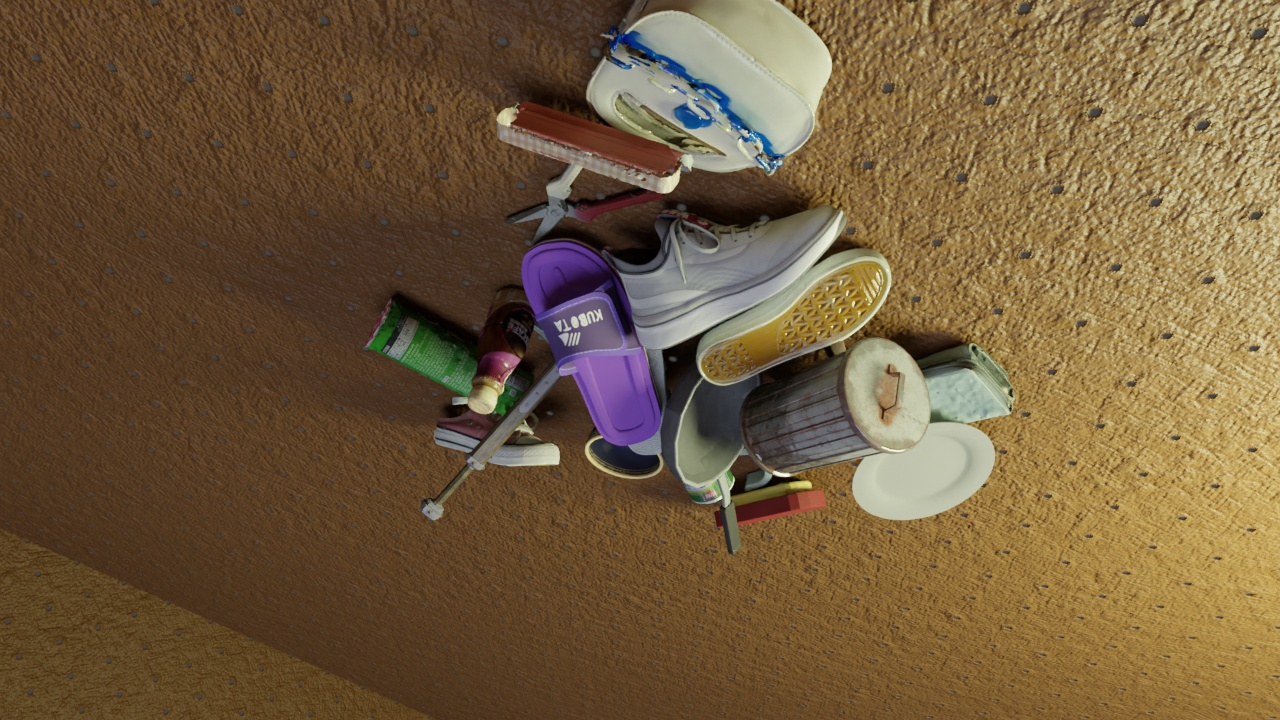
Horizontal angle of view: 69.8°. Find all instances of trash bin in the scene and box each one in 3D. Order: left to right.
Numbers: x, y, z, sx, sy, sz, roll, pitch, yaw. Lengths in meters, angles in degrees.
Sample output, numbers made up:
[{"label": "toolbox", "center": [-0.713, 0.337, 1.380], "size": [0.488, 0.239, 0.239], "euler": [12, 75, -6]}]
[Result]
[{"label": "trash bin", "center": [0.227, 0.060, 1.074], "size": [0.130, 0.130, 0.212], "euler": [30, 151, -20]}]

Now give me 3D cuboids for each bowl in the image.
[{"label": "bowl", "center": [-0.018, 0.113, 1.304], "size": [0.112, 0.061, 0.113], "euler": [9, 143, 7]}]

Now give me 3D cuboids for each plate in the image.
[{"label": "plate", "center": [0.351, 0.137, 1.145], "size": [0.178, 0.012, 0.179], "euler": [-4, 131, -4]}]

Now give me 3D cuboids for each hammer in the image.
[{"label": "hammer", "center": [-0.189, 0.093, 1.216], "size": [0.147, 0.028, 0.317], "euler": [40, 101, -11]}]

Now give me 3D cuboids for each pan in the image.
[{"label": "pan", "center": [0.098, 0.134, 1.192], "size": [0.041, 0.178, 0.358], "euler": [22, 141, 35]}]

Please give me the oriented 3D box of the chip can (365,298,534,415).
[{"label": "chip can", "center": [-0.249, 0.001, 1.224], "size": [0.223, 0.075, 0.076], "euler": [30, 141, -21]}]

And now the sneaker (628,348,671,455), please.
[{"label": "sneaker", "center": [-0.007, 0.007, 1.144], "size": [0.089, 0.087, 0.236], "euler": [-12, 113, 10]}]

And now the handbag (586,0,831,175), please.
[{"label": "handbag", "center": [0.047, -0.233, 0.814], "size": [0.200, 0.092, 0.200], "euler": [28, 150, -19]}]

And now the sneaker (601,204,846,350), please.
[{"label": "sneaker", "center": [0.083, -0.116, 0.960], "size": [0.264, 0.096, 0.129], "euler": [-24, 108, 29]}]

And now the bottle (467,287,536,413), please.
[{"label": "bottle", "center": [-0.169, -0.011, 1.103], "size": [0.060, 0.165, 0.060], "euler": [9, 143, 7]}]

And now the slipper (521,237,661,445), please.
[{"label": "slipper", "center": [-0.051, -0.008, 1.044], "size": [0.107, 0.083, 0.267], "euler": [-18, 112, 12]}]

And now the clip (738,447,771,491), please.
[{"label": "clip", "center": [0.130, 0.126, 1.303], "size": [0.141, 0.029, 0.172], "euler": [16, 143, -5]}]

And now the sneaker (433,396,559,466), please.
[{"label": "sneaker", "center": [-0.206, 0.098, 1.325], "size": [0.241, 0.088, 0.118], "euler": [9, -179, 38]}]

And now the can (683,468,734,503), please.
[{"label": "can", "center": [0.077, 0.134, 1.270], "size": [0.067, 0.067, 0.121], "euler": [-13, 118, 31]}]

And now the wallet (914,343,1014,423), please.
[{"label": "wallet", "center": [0.361, 0.035, 1.090], "size": [0.132, 0.054, 0.100], "euler": [-23, 122, 42]}]

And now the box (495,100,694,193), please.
[{"label": "box", "center": [-0.043, -0.205, 0.863], "size": [0.187, 0.083, 0.043], "euler": [22, 135, 14]}]

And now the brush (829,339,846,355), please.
[{"label": "brush", "center": [0.250, 0.009, 1.121], "size": [0.050, 0.015, 0.136], "euler": [-7, 139, 26]}]

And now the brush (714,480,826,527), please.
[{"label": "brush", "center": [0.189, 0.213, 1.366], "size": [0.174, 0.041, 0.082], "euler": [-21, 162, 38]}]

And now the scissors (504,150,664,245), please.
[{"label": "scissors", "center": [-0.064, -0.178, 0.977], "size": [0.193, 0.015, 0.180], "euler": [8, 144, 8]}]

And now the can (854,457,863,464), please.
[{"label": "can", "center": [0.321, 0.120, 1.189], "size": [0.079, 0.078, 0.142], "euler": [-16, 134, 34]}]

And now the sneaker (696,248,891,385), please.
[{"label": "sneaker", "center": [0.166, -0.055, 1.018], "size": [0.236, 0.079, 0.087], "euler": [-30, 119, 21]}]
